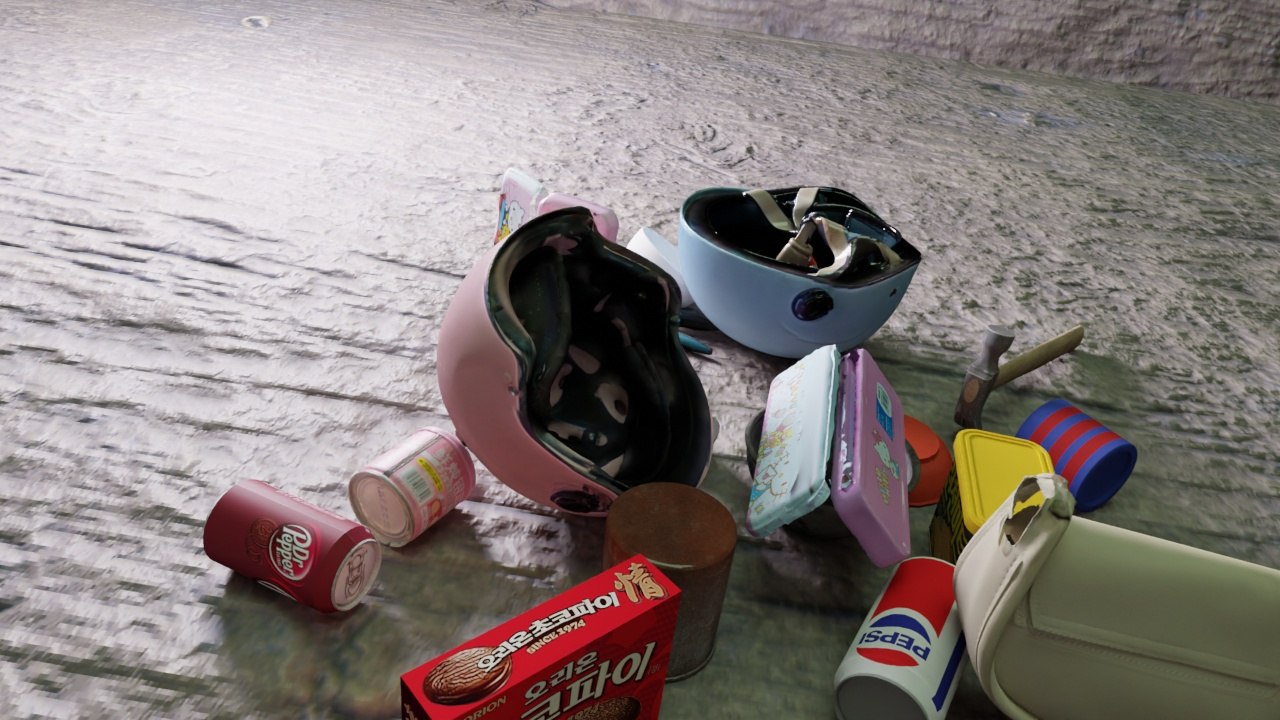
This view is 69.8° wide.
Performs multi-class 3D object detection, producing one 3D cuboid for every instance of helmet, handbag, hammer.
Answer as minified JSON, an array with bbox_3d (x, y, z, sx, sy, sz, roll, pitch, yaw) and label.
[{"bbox_3d":[-0.057,0.021,0.737,0.255,0.153,0.229,37,43,-35],"label":"helmet"},{"bbox_3d":[0.305,0.157,0.581,0.229,0.184,0.131,15,31,-6],"label":"handbag"},{"bbox_3d":[0.415,-0.002,0.981,0.031,0.119,0.330,29,28,31],"label":"hammer"},{"bbox_3d":[0.158,-0.092,0.991,0.265,0.167,0.225,5,31,-20],"label":"helmet"}]

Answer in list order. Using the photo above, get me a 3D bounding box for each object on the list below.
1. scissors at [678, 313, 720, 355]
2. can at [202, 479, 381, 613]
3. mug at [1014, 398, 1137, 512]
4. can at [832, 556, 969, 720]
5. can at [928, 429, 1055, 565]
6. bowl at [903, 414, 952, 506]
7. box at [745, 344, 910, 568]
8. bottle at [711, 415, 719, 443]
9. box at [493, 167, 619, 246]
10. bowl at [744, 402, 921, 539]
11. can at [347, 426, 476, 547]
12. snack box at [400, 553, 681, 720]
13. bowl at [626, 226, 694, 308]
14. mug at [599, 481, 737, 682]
[{"bbox_3d":[0.027,-0.038,1.023,0.150,0.019,0.120,-6,36,-18],"label":"scissors"},{"bbox_3d":[-0.244,0.130,0.643,0.114,0.063,0.063,18,33,18],"label":"can"},{"bbox_3d":[0.380,0.096,0.837,0.111,0.075,0.076,-32,43,-11],"label":"mug"},{"bbox_3d":[0.183,0.195,0.620,0.070,0.070,0.131,22,34,23],"label":"can"},{"bbox_3d":[0.271,0.133,0.710,0.072,0.101,0.130,12,31,7],"label":"can"},{"bbox_3d":[0.234,0.083,0.851,0.122,0.035,0.121,5,31,-3],"label":"bowl"},{"bbox_3d":[0.144,0.075,0.714,0.093,0.090,0.213,-29,19,27],"label":"box"},{"bbox_3d":[-0.004,0.027,0.874,0.053,0.053,0.186,-21,41,-38],"label":"bottle"},{"bbox_3d":[-0.099,-0.065,0.862,0.156,0.202,0.058,26,28,27],"label":"box"},{"bbox_3d":[0.155,0.099,0.775,0.145,0.067,0.144,5,31,-3],"label":"bowl"},{"bbox_3d":[-0.175,0.096,0.710,0.067,0.067,0.076,22,34,23],"label":"can"},{"bbox_3d":[-0.053,0.195,0.507,0.151,0.133,0.036,-19,40,-37],"label":"snack box"},{"bbox_3d":[0.024,-0.102,1.072,0.105,0.054,0.104,39,19,-16],"label":"bowl"},{"bbox_3d":[0.003,0.153,0.618,0.122,0.110,0.096,-21,36,-39],"label":"mug"}]
